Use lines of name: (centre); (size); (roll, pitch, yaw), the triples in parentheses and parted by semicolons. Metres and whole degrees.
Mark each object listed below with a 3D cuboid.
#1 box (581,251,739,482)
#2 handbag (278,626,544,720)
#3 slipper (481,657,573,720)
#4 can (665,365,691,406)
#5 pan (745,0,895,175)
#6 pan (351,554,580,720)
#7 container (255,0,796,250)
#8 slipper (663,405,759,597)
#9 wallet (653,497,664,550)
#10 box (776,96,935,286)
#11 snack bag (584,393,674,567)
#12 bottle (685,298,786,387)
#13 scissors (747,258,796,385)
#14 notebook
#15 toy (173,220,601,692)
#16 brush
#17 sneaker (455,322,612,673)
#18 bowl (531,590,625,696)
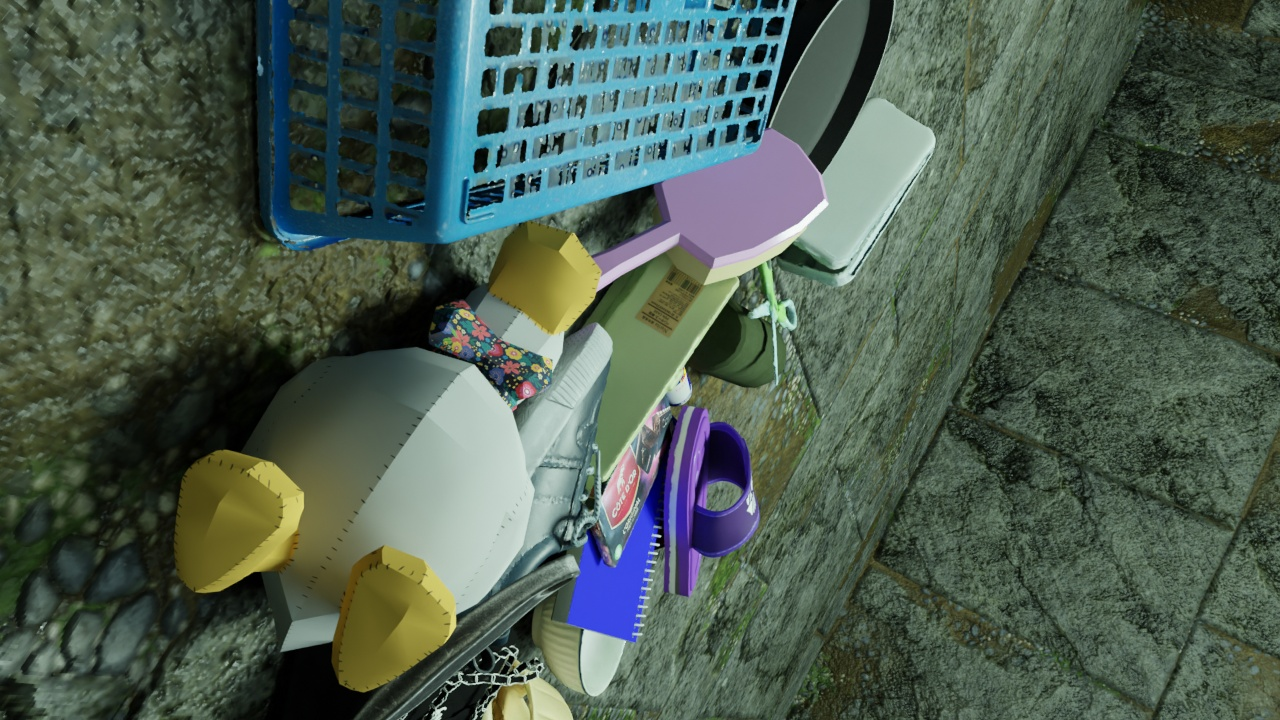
box: (-0.011, 0.002, 0.707); (0.187, 0.091, 0.083); (-54, 170, -14)
handbag: (-0.149, 0.234, 0.604); (0.125, 0.115, 0.153); (-66, 159, 10)
slipper: (-0.096, 0.317, 0.786); (0.262, 0.079, 0.111); (89, -8, -55)
can: (0.023, 0.009, 0.816); (0.032, 0.032, 0.095); (-56, 154, -17)
pan: (0.116, -0.177, 0.800); (0.356, 0.034, 0.225); (-56, 160, -6)
pan: (-0.173, 0.216, 0.461); (0.357, 0.055, 0.187); (-32, 162, -3)
container: (-0.017, -0.197, 0.477); (0.361, 0.089, 0.258); (-30, 138, -51)
slipper: (0.074, 0.146, 0.895); (0.267, 0.084, 0.107); (90, 13, -48)
wallet: (0.024, 0.168, 0.984); (0.123, 0.019, 0.072); (5, 109, -63)
box: (0.226, -0.168, 0.966); (0.215, 0.122, 0.083); (-49, 175, -19)
snack bag: (-0.007, 0.087, 0.754); (0.075, 0.018, 0.154); (74, 32, -41)
bottle: (0.101, -0.011, 0.903); (0.071, 0.071, 0.206); (-65, 155, 3)
scissors: (0.128, -0.047, 0.871); (0.160, 0.025, 0.171); (53, 33, -55)
notebook: (-0.014, 0.129, 0.793); (0.171, 0.022, 0.208); (49, 50, -62)
toy: (-0.118, 0.051, 0.479); (0.247, 0.141, 0.267); (-55, -176, 21)
brush: (0.029, -0.090, 0.663); (0.228, 0.089, 0.043); (-29, 167, -18)
sneaker: (-0.066, 0.081, 0.598); (0.087, 0.089, 0.235); (39, 64, -19)
bowl: (-0.057, 0.234, 0.824); (0.118, 0.062, 0.118); (6, 89, -71)
